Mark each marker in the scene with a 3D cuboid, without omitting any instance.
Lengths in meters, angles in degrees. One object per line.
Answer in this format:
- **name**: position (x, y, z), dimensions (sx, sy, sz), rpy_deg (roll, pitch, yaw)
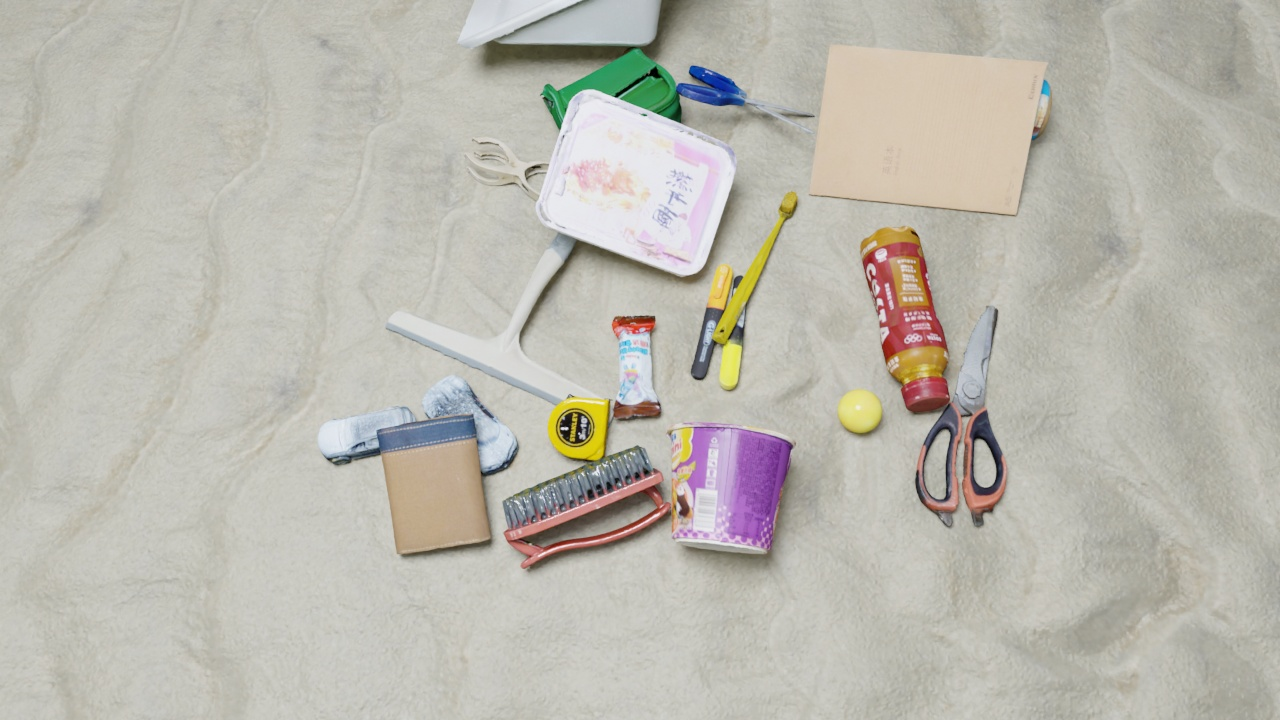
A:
- **marker**: position (0.091, -0.029, 0.889), dimensions (0.018, 0.015, 0.124), rpy_deg (8, 65, 4)
- **marker**: position (0.070, -0.039, 0.892), dimensions (0.018, 0.015, 0.123), rpy_deg (11, 70, 13)

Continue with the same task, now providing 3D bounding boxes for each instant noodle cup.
- **instant noodle cup**: position (-0.007, -0.169, 0.892), dimensions (0.173, 0.060, 0.138), rpy_deg (18, 90, -15)
- **instant noodle cup**: position (0.074, 0.112, 0.785), dimensions (0.111, 0.111, 0.099), rpy_deg (5, 77, 4)

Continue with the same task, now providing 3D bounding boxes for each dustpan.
- **dustpan**: position (-0.051, -0.439, 0.973), dimensions (0.258, 0.143, 0.222), rpy_deg (6, 47, -1)

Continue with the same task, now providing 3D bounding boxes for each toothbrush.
- **toothbrush**: position (0.115, -0.095, 0.904), dimensions (0.016, 0.017, 0.189), rpy_deg (24, 65, 11)

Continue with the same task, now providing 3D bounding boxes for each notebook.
- **notebook**: position (0.286, -0.231, 0.924), dimensions (0.211, 0.012, 0.149), rpy_deg (7, 105, 5)

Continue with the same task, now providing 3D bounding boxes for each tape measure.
- **tape measure**: position (-0.056, 0.062, 0.845), dimensions (0.057, 0.029, 0.060), rpy_deg (5, 86, 5)

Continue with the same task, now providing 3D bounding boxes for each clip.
- **clip**: position (-0.133, -0.200, 0.958), dimensions (0.101, 0.035, 0.076), rpy_deg (22, 69, 6)

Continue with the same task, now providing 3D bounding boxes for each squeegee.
- **squeegee**: position (-0.088, -0.092, 0.907), dimensions (0.246, 0.039, 0.246), rpy_deg (24, 70, 11)

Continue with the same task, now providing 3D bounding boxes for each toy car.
- **toy car**: position (-0.254, 0.067, 0.850), dimensions (0.090, 0.034, 0.043), rpy_deg (-12, 71, -2)
- **toy car**: position (-0.158, 0.059, 0.851), dimensions (0.049, 0.031, 0.105), rpy_deg (-42, 74, -12)

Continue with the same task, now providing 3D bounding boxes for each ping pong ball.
- **ping pong ball**: position (0.200, 0.046, 0.838), dimensions (0.040, 0.040, 0.040), rpy_deg (-1, 67, 2)

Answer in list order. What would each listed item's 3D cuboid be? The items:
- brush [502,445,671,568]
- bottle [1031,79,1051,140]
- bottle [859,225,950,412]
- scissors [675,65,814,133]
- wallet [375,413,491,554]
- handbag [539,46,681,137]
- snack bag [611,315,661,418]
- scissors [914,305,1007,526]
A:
- **brush**: position (-0.049, 0.130, 0.802), dimensions (0.145, 0.063, 0.069), rpy_deg (-21, 89, -6)
- **bottle**: position (0.306, -0.267, 0.953), dimensions (0.219, 0.065, 0.065), rpy_deg (5, 67, 4)
- **bottle**: position (0.251, -0.039, 0.863), dimensions (0.057, 0.057, 0.174), rpy_deg (-6, 67, -1)
- **scissors**: position (0.105, -0.274, 0.958), dimensions (0.162, 0.012, 0.176), rpy_deg (-11, 41, -42)
- **wallet**: position (-0.182, 0.108, 0.813), dimensions (0.090, 0.033, 0.115), rpy_deg (-11, 85, 4)
- **handbag**: position (-0.028, -0.267, 0.969), dimensions (0.131, 0.068, 0.120), rpy_deg (-29, 61, -8)
- **snack bag**: position (-0.005, 0.005, 0.870), dimensions (0.045, 0.026, 0.105), rpy_deg (-1, 69, -4)
- **scissors**: position (0.318, 0.046, 0.848), dimensions (0.210, 0.015, 0.177), rpy_deg (-35, 69, -12)
